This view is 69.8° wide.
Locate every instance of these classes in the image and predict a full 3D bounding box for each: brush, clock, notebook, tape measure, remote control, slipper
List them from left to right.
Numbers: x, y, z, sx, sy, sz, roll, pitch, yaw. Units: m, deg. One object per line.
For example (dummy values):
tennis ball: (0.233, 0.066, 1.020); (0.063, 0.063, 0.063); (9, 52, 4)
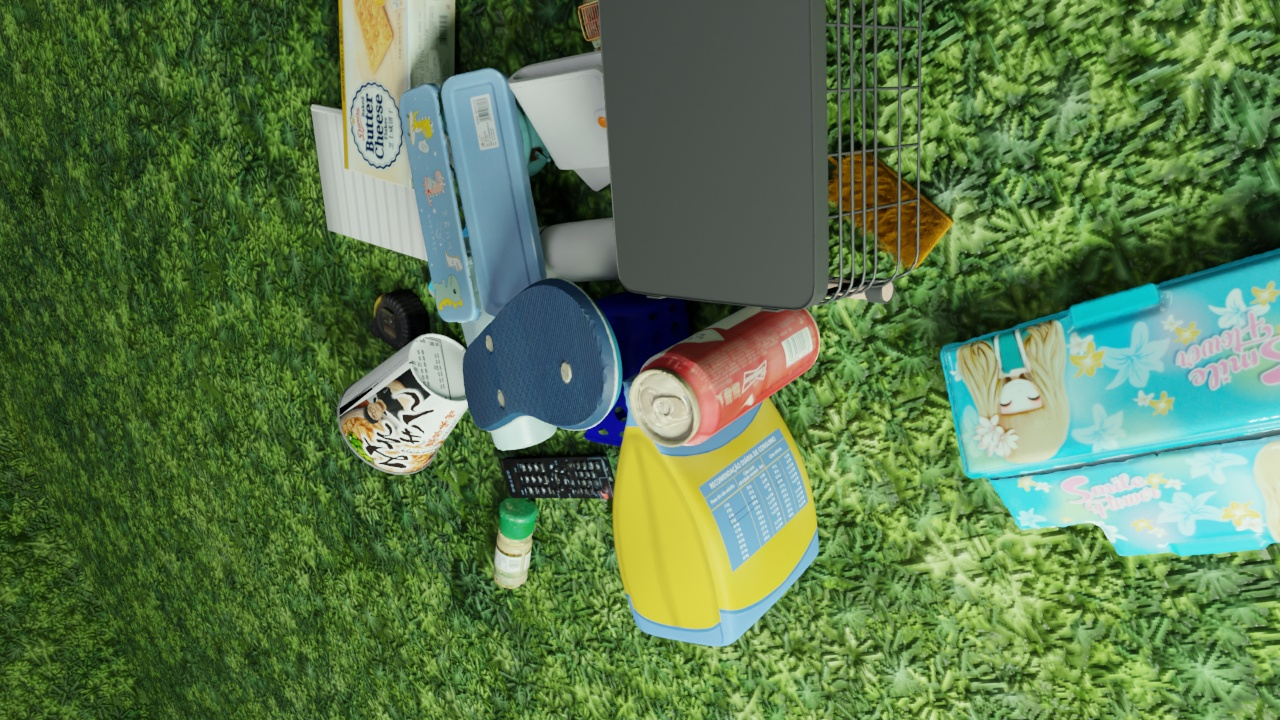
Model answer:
notebook: (-0.279, -0.190, 0.981); (0.210, 0.009, 0.143); (19, 121, 34)
tape measure: (-0.267, -0.045, 1.015); (0.067, 0.038, 0.063); (32, 126, 27)
clock: (-0.134, -0.196, 0.823); (0.124, 0.053, 0.090); (0, 107, 41)
slipper: (-0.077, 0.002, 0.749); (0.296, 0.060, 0.118); (-18, 86, 60)
remote control: (-0.084, 0.117, 0.942); (0.151, 0.022, 0.047); (-6, 104, 40)
brush: (0.153, -0.118, 0.635); (0.126, 0.017, 0.049); (45, 131, 16)

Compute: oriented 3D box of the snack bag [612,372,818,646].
snack bag: (0.052, 0.091, 0.716); (0.102, 0.158, 0.205); (-3, 105, 38)

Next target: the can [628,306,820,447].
can: (0.065, 0.005, 0.659); (0.067, 0.169, 0.067); (17, 119, 33)

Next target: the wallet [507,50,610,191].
wallet: (-0.037, -0.187, 0.742); (0.119, 0.037, 0.115); (6, 140, 42)

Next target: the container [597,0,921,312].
container: (0.081, -0.149, 0.585); (0.163, 0.130, 0.241); (11, 110, 44)

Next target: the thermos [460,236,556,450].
thermos: (-0.136, -0.020, 0.891); (0.065, 0.077, 0.207); (-10, 105, 9)

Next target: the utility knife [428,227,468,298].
utility knife: (-0.172, -0.112, 0.917); (0.175, 0.031, 0.015); (-43, 39, 42)

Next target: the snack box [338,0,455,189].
snack box: (-0.228, -0.273, 0.857); (0.104, 0.057, 0.208); (21, 116, 33)

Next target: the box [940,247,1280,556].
box: (0.309, 0.044, 0.543); (0.228, 0.071, 0.182); (-20, 94, 43)

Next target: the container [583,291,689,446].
container: (-0.005, 0.005, 0.780); (0.085, 0.084, 0.114); (4, 110, 41)

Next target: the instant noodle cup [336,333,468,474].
instant noodle cup: (-0.240, 0.039, 0.983); (0.122, 0.123, 0.123); (-40, 81, 34)

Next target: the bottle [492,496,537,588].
bottle: (-0.139, 0.201, 1.010); (0.043, 0.043, 0.111); (31, 127, 27)

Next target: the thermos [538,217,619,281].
thermos: (-0.023, -0.094, 0.773); (0.225, 0.052, 0.052); (1, 109, 40)

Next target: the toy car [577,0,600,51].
toy car: (-0.020, -0.257, 0.701); (0.047, 0.047, 0.112); (1, 113, 43)

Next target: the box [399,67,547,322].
box: (-0.150, -0.137, 0.793); (0.128, 0.034, 0.209); (-4, 100, 28)
